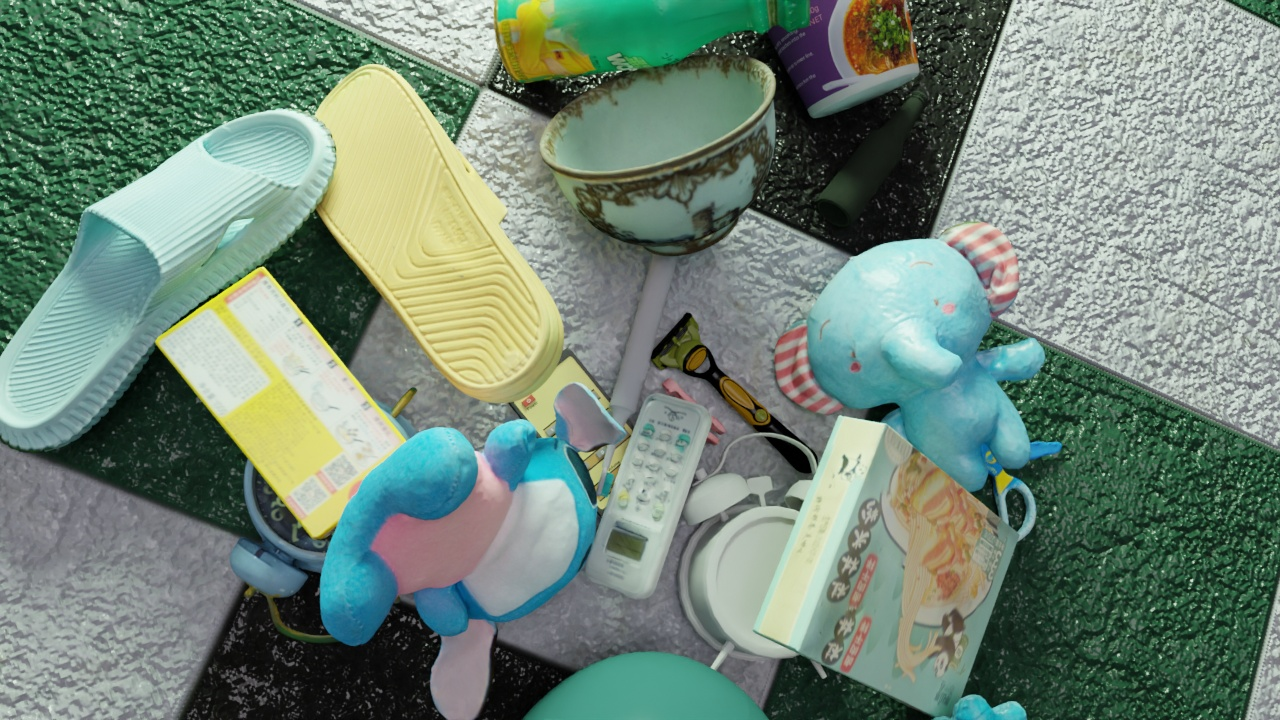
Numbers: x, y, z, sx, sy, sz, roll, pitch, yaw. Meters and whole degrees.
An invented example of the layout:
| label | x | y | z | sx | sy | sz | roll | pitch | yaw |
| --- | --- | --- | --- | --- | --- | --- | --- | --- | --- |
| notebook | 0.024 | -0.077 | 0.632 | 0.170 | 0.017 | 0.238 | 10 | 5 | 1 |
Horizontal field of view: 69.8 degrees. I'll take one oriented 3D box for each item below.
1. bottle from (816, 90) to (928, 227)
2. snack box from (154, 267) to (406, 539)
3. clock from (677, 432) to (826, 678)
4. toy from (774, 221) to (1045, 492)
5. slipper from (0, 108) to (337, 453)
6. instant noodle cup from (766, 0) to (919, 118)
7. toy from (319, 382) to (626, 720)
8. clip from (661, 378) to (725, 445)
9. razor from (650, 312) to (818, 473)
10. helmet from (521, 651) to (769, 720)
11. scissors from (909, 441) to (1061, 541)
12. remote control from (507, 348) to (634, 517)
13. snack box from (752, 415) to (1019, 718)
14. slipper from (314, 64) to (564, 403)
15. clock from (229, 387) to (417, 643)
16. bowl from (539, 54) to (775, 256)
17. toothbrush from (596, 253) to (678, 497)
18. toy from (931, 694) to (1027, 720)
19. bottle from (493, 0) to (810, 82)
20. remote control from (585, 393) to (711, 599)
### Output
| label | x | y | z | sx | sy | sz | roll | pitch | yaw |
| --- | --- | --- | --- | --- | --- | --- | --- | --- | --- |
| bottle | 0.179 | -0.155 | 0.693 | 0.033 | 0.033 | 0.122 | 38 | 77 | -2 |
| snack box | -0.207 | 0.025 | 0.545 | 0.075 | 0.025 | 0.152 | -39 | 87 | -15 |
| clock | 0.083 | 0.129 | 0.622 | 0.120 | 0.061 | 0.159 | 6 | 76 | -11 |
| toy | 0.191 | 0.003 | 0.623 | 0.184 | 0.114 | 0.180 | -32 | 75 | 12 |
| slipper | -0.308 | -0.064 | 0.567 | 0.116 | 0.069 | 0.276 | 34 | 79 | 28 |
| instant noodle cup | 0.146 | -0.250 | 0.659 | 0.121 | 0.137 | 0.122 | -23 | 95 | -26 |
| toy | -0.100 | 0.110 | 0.539 | 0.099 | 0.191 | 0.224 | 32 | 98 | 29 |
| clip | 0.034 | 0.033 | 0.647 | 0.059 | 0.023 | 0.045 | 10 | 81 | -2 |
| razor | 0.072 | 0.029 | 0.654 | 0.144 | 0.021 | 0.044 | 43 | 77 | -3 |
| helmet | -0.026 | 0.294 | 0.503 | 0.176 | 0.200 | 0.274 | 40 | 77 | -1 |
| scissors | 0.257 | 0.074 | 0.680 | 0.125 | 0.013 | 0.126 | -8 | 87 | -9 |
| remote control | -0.031 | 0.060 | 0.634 | 0.058 | 0.013 | 0.133 | -40 | 89 | -13 |
| snack box | 0.166 | 0.140 | 0.593 | 0.193 | 0.044 | 0.141 | 35 | 74 | -37 |
| slipper | -0.135 | -0.078 | 0.603 | 0.099 | 0.078 | 0.263 | -38 | 69 | 2 |
| clock | -0.193 | 0.093 | 0.579 | 0.118 | 0.060 | 0.162 | 1 | 78 | -10 |
| bowl | 0.021 | -0.128 | 0.620 | 0.159 | 0.160 | 0.094 | -30 | 127 | -13 |
| toothbrush | -0.004 | 0.004 | 0.634 | 0.019 | 0.018 | 0.187 | 17 | 72 | -5 |
| toy | 0.228 | 0.273 | 0.609 | 0.092 | 0.062 | 0.133 | -39 | 111 | -12 |
| bottle | 0.009 | -0.235 | 0.623 | 0.210 | 0.068 | 0.068 | -3 | 81 | 13 |
| remote control | 0.007 | 0.089 | 0.611 | 0.050 | 0.022 | 0.133 | 16 | 80 | 25 |
